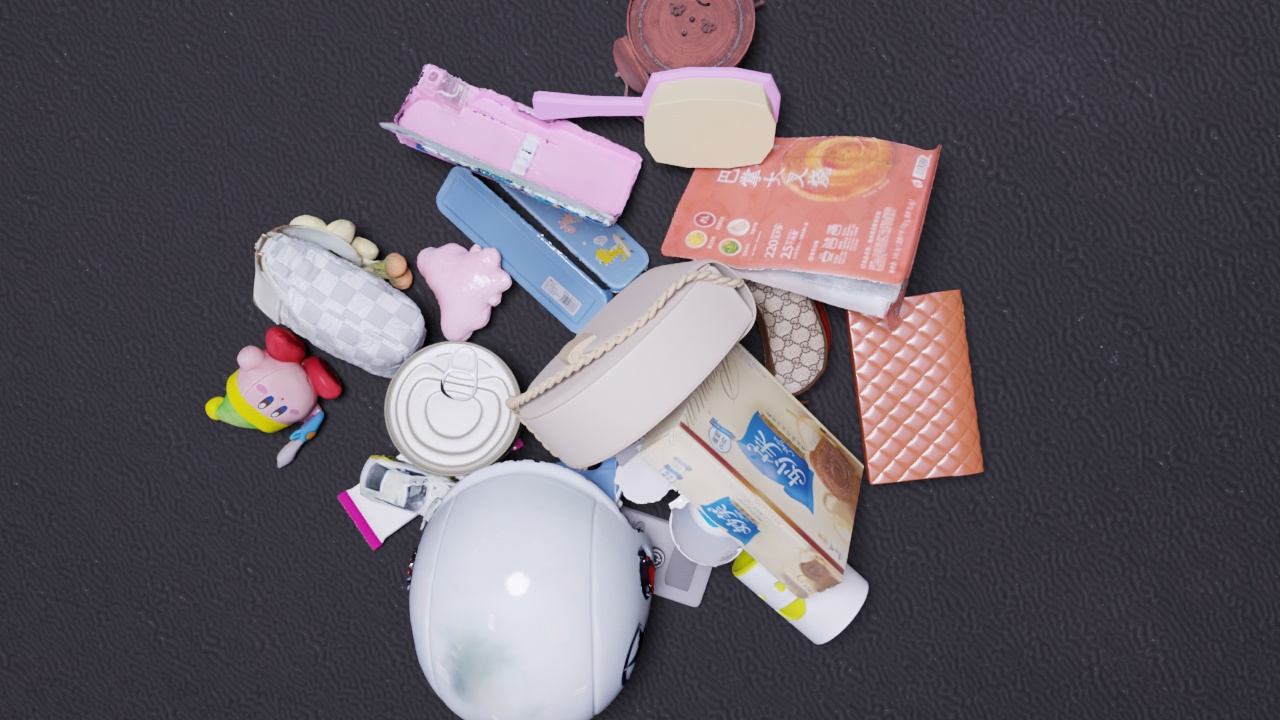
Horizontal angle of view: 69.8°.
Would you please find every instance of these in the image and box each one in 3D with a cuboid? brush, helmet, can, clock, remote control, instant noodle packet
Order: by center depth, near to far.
[{"bbox_3d":[0.145,-0.137,0.839,0.221,0.084,0.164,15,62,14],"label":"instant noodle packet"},{"bbox_3d":[-0.108,0.236,0.845,0.236,0.163,0.264,5,119,2],"label":"helmet"},{"bbox_3d":[0.013,-0.224,0.846,0.229,0.089,0.043,2,58,4],"label":"brush"},{"bbox_3d":[0.040,-0.299,0.874,0.120,0.072,0.158,30,95,2],"label":"clock"},{"bbox_3d":[-0.178,0.050,0.896,0.128,0.073,0.127,1,82,-4],"label":"can"},{"bbox_3d":[-0.001,0.194,0.935,0.151,0.019,0.074,18,95,3],"label":"remote control"}]

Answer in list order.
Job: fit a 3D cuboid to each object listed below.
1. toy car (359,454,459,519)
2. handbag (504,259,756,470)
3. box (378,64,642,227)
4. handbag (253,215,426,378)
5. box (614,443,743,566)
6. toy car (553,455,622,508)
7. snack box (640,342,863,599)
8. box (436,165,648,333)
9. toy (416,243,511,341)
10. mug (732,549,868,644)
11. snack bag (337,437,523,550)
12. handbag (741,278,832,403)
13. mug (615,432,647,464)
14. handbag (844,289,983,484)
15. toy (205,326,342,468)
[{"bbox_3d":[-0.233,0.129,0.927,0.105,0.033,0.048,16,92,4],"label":"toy car"},{"bbox_3d":[-0.005,0.004,0.803,0.208,0.211,0.103,-43,103,-9],"label":"handbag"},{"bbox_3d":[-0.122,-0.184,0.857,0.230,0.158,0.066,22,129,-5],"label":"box"},{"bbox_3d":[-0.284,-0.065,0.899,0.171,0.113,0.123,33,61,-9],"label":"handbag"},{"bbox_3d":[0.048,0.124,0.868,0.083,0.136,0.143,-37,89,16],"label":"box"},{"bbox_3d":[-0.085,0.133,0.909,0.153,0.055,0.056,-12,52,16],"label":"toy car"},{"bbox_3d":[0.109,0.091,0.831,0.207,0.152,0.055,43,129,-13],"label":"snack box"},{"bbox_3d":[-0.099,-0.131,0.909,0.209,0.049,0.120,43,95,1],"label":"box"},{"bbox_3d":[-0.174,-0.078,0.916,0.093,0.050,0.102,-26,88,18],"label":"toy"},{"bbox_3d":[0.155,0.210,0.892,0.106,0.082,0.082,41,96,0],"label":"mug"},{"bbox_3d":[-0.218,0.114,0.950,0.196,0.016,0.070,-36,86,6],"label":"snack bag"},{"bbox_3d":[0.112,-0.029,0.899,0.139,0.063,0.166,-20,96,22],"label":"handbag"},{"bbox_3d":[0.028,0.075,0.905,0.089,0.073,0.105,-43,118,6],"label":"mug"},{"bbox_3d":[0.263,0.025,0.881,0.109,0.060,0.172,-7,90,10],"label":"handbag"},{"bbox_3d":[-0.379,0.038,0.941,0.131,0.097,0.124,-43,129,-2],"label":"toy"}]
